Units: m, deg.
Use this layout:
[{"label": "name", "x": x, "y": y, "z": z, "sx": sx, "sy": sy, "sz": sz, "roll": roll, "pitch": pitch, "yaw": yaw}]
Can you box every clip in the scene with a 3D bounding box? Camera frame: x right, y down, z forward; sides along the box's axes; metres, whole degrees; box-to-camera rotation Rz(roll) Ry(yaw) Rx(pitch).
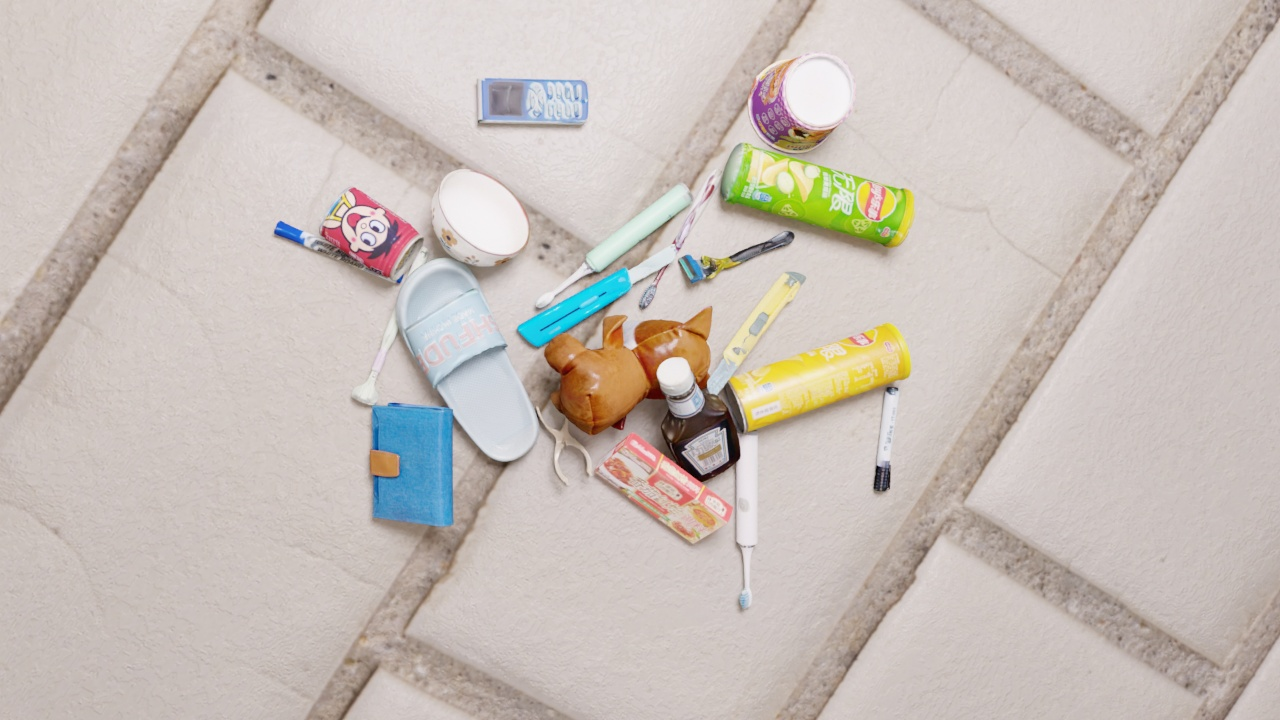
[{"label": "clip", "x": -0.077, "y": 0.092, "z": 1.074, "sx": 0.081, "sy": 0.035, "sz": 0.104, "roll": -7, "pitch": 88, "yaw": -5}]

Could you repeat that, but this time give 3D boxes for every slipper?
[{"label": "slipper", "x": -0.191, "y": 0.006, "z": 1.025, "sx": 0.104, "sy": 0.074, "sz": 0.245, "roll": -28, "pitch": 101, "yaw": -6}]

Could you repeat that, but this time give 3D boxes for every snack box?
[{"label": "snack box", "x": 0.027, "y": 0.151, "z": 1.072, "sx": 0.153, "sy": 0.075, "sz": 0.025, "roll": 38, "pitch": 47, "yaw": -9}]

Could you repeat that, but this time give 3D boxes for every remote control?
[{"label": "remote control", "x": -0.122, "y": -0.292, "z": 1.036, "sx": 0.125, "sy": 0.024, "sz": 0.049, "roll": -1, "pitch": 95, "yaw": -9}]

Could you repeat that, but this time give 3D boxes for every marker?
[{"label": "marker", "x": -0.336, "y": -0.120, "z": 1.025, "sx": 0.145, "sy": 0.017, "sz": 0.017, "roll": 23, "pitch": 91, "yaw": -9}, {"label": "marker", "x": 0.305, "y": 0.097, "z": 1.134, "sx": 0.022, "sy": 0.018, "sz": 0.131, "roll": 5, "pitch": 95, "yaw": -17}]

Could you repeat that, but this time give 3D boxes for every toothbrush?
[{"label": "toothbrush", "x": 0.129, "y": 0.193, "z": 1.113, "sx": 0.026, "sy": 0.027, "sz": 0.221, "roll": -7, "pitch": 98, "yaw": -50}, {"label": "toothbrush", "x": 0.047, "y": -0.143, "z": 1.076, "sx": 0.016, "sy": 0.017, "sz": 0.187, "roll": 30, "pitch": 91, "yaw": -6}, {"label": "toothbrush", "x": -0.031, "y": -0.130, "z": 1.062, "sx": 0.224, "sy": 0.027, "sz": 0.026, "roll": -38, "pitch": 85, "yaw": -4}, {"label": "toothbrush", "x": -0.280, "y": -0.041, "z": 1.040, "sx": 0.029, "sy": 0.020, "sz": 0.189, "roll": 22, "pitch": 91, "yaw": -16}]

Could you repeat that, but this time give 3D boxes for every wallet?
[{"label": "wallet", "x": -0.255, "y": 0.115, "z": 1.027, "sx": 0.106, "sy": 0.040, "sz": 0.133, "roll": 3, "pitch": 94, "yaw": 26}]

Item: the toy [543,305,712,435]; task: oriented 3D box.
[{"label": "toy", "x": -0.006, "y": 0.006, "z": 1.036, "sx": 0.199, "sy": 0.130, "sz": 0.140, "roll": -17, "pitch": 140, "yaw": -15}]

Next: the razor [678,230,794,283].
[{"label": "razor", "x": 0.117, "y": -0.125, "z": 1.087, "sx": 0.142, "sy": 0.022, "sz": 0.042, "roll": -20, "pitch": 53, "yaw": -9}]

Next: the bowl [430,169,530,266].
[{"label": "bowl", "x": -0.184, "y": -0.147, "z": 1.011, "sx": 0.113, "sy": 0.113, "sz": 0.062, "roll": 42, "pitch": 130, "yaw": -9}]

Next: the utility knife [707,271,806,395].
[{"label": "utility knife", "x": 0.133, "y": -0.034, "z": 1.080, "sx": 0.031, "sy": 0.020, "sz": 0.194, "roll": 37, "pitch": 78, "yaw": 3}]

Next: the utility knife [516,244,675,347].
[{"label": "utility knife", "x": -0.047, "y": -0.077, "z": 1.064, "sx": 0.207, "sy": 0.018, "sz": 0.034, "roll": -31, "pitch": 96, "yaw": -1}]

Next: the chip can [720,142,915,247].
[{"label": "chip can", "x": 0.204, "y": -0.192, "z": 1.066, "sx": 0.221, "sy": 0.072, "sz": 0.072, "roll": 14, "pitch": 93, "yaw": -8}]

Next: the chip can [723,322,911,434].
[{"label": "chip can", "x": 0.208, "y": 0.022, "z": 1.086, "sx": 0.213, "sy": 0.072, "sz": 0.072, "roll": -19, "pitch": 97, "yaw": -6}]

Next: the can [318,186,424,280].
[{"label": "can", "x": -0.292, "y": -0.137, "z": 1.000, "sx": 0.094, "sy": 0.066, "sz": 0.066, "roll": 34, "pitch": 89, "yaw": -3}]

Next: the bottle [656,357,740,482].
[{"label": "bottle", "x": 0.060, "y": 0.066, "z": 1.025, "sx": 0.080, "sy": 0.044, "sz": 0.195, "roll": -30, "pitch": 141, "yaw": -3}]

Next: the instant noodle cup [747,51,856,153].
[{"label": "instant noodle cup", "x": 0.188, "y": -0.296, "z": 1.042, "sx": 0.111, "sy": 0.099, "sz": 0.111, "roll": -1, "pitch": 97, "yaw": -8}]
